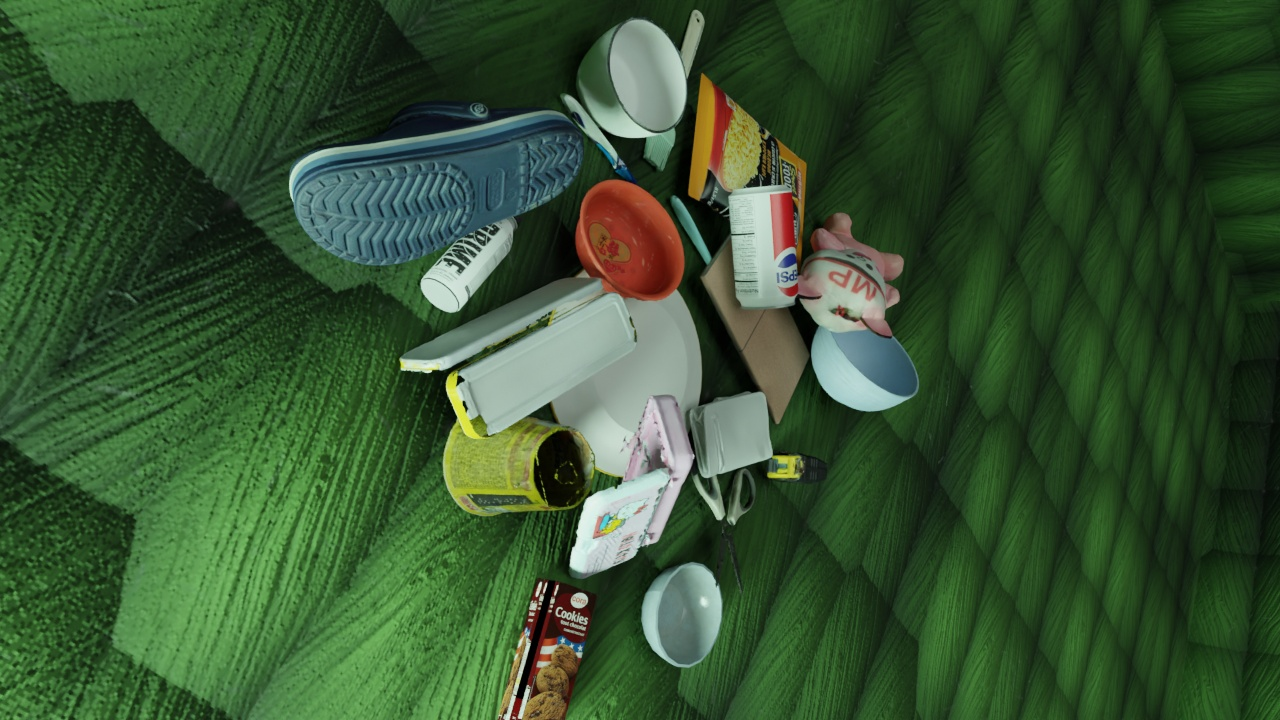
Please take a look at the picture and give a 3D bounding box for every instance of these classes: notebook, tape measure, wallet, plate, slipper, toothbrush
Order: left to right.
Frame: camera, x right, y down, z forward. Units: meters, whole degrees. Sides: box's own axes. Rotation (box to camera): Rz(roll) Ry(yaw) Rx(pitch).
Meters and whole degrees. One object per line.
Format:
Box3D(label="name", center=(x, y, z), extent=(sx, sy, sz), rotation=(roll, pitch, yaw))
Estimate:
Box3D(label="slipper", center=(-0.166, -0.157, 0.751), extent=(0.252, 0.105, 0.095), rotation=(-21, 60, -31))
Box3D(label="toothbrush", center=(-0.026, -0.200, 0.948), extent=(0.189, 0.016, 0.017), rotation=(49, 65, -32))
Box3D(label="plate", center=(-0.005, 0.006, 0.949), extent=(0.229, 0.021, 0.229), rotation=(4, 84, -46))
Box3D(label="toothbrush", center=(0.080, -0.115, 1.050), extent=(0.181, 0.016, 0.016), rotation=(56, 51, -29))
Box3D(label="wallet", center=(0.101, 0.082, 1.035), extent=(0.116, 0.032, 0.086), rotation=(-6, 90, -45))
Box3D(label="notebook", center=(0.142, -0.049, 1.095), extent=(0.209, 0.008, 0.141), rotation=(61, 39, -24))
Box3D(label="tape measure", center=(0.185, 0.128, 1.106), extent=(0.067, 0.063, 0.038), rotation=(13, 78, -44))

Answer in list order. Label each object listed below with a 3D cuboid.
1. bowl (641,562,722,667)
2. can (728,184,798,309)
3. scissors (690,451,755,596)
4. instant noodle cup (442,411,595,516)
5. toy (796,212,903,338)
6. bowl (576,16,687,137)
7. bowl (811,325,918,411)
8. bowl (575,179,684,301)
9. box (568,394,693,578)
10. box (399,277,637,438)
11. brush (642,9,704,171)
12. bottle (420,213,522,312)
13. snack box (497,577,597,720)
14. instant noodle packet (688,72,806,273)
Box3D(label="bowl", center=(0.038, 0.264, 0.963), extent=(0.106, 0.039, 0.106), rotation=(4, 84, -46))
Box3D(label="can", center=(0.138, -0.127, 1.024), extent=(0.070, 0.070, 0.132), rotation=(-15, 104, -45))
Box3D(label="scissors", center=(0.094, 0.171, 1.025), extent=(0.157, 0.013, 0.169), rotation=(-39, 104, -51))
Box3D(label="instant noodle cup", center=(-0.099, 0.088, 0.784), extent=(0.102, 0.108, 0.102), rotation=(1, 89, -45))
Box3D(label="toy", center=(0.259, -0.100, 1.148), extent=(0.142, 0.084, 0.212), rotation=(36, 33, -5))
Box3D(label="bowl", center=(-0.013, -0.280, 0.929), extent=(0.116, 0.066, 0.116), rotation=(5, 84, -45))
Box3D(label="bowl", center=(0.276, 0.009, 1.184), extent=(0.150, 0.075, 0.150), rotation=(25, 38, -21))
Box3D(label="bowl", center=(-0.019, -0.112, 0.915), extent=(0.130, 0.045, 0.130), rotation=(18, 60, -35))
Box3D(label="box", center=(-0.020, 0.121, 0.834), extent=(0.103, 0.202, 0.100), rotation=(-10, 61, -15))
Box3D(label="box", center=(-0.103, -0.008, 0.809), extent=(0.209, 0.080, 0.084), rotation=(-32, 109, -42))
Box3D(label="brush", center=(0.041, -0.308, 1.027), extent=(0.033, 0.012, 0.217), rotation=(35, 62, -39))
Box3D(label="bottle", center=(-0.142, -0.094, 0.802), extent=(0.041, 0.041, 0.115), rotation=(54, 53, -29))
Box3D(label="snack box", center=(-0.086, 0.276, 0.840), extent=(0.051, 0.032, 0.140), rotation=(32, 65, -40))
Box3D(label="instant noodle packet", center=(0.134, -0.220, 1.098), extent=(0.220, 0.032, 0.159), rotation=(26, 62, -42))
